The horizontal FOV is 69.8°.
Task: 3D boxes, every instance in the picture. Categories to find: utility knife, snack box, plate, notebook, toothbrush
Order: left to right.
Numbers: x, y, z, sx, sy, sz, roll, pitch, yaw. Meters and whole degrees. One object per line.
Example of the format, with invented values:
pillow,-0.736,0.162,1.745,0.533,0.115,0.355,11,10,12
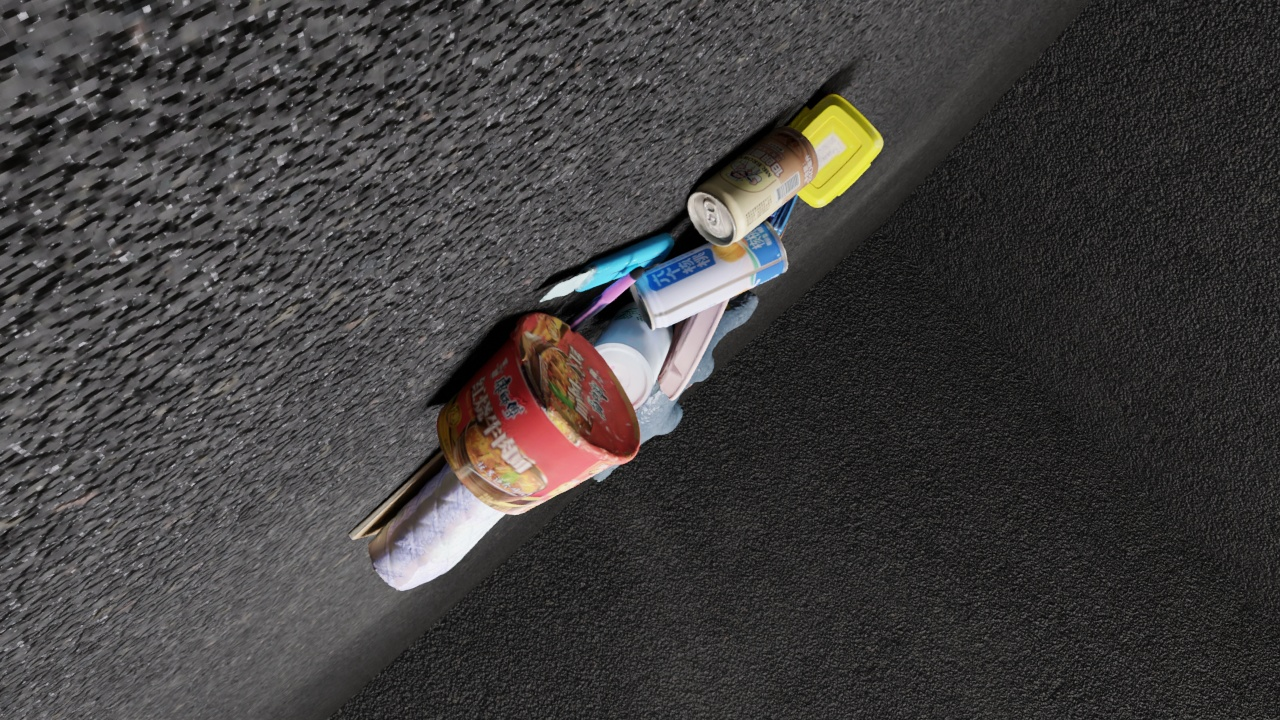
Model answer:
notebook,-0.190,0.102,0.925,0.207,0.008,0.148,-43,173,-2
toothbrush,-0.071,-0.019,0.771,0.189,0.014,0.017,-38,-176,11
utility knife,-0.024,-0.075,0.750,0.034,0.018,0.198,-47,171,32
plate,0.069,-0.067,0.964,0.229,0.028,0.229,-161,-84,-88
snack box,0.176,-0.205,0.878,0.091,0.082,0.080,-45,-174,22

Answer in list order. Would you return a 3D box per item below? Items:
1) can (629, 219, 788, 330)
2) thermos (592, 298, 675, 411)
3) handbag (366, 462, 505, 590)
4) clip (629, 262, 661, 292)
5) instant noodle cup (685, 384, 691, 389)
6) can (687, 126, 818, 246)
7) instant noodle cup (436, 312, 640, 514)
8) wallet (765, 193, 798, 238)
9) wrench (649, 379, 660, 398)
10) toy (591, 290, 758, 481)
can,0.060,-0.076,0.821,0.134,0.053,0.053,-25,171,-7
thermos,-0.006,-0.016,0.879,0.073,0.073,0.223,-45,-175,17
handbag,-0.163,0.131,0.896,0.194,0.075,0.134,-45,172,14
clip,0.010,-0.087,0.881,0.057,0.031,0.025,-33,169,-14
instant noodle cup,0.001,0.054,1.424,0.189,0.079,0.164,-45,173,3
can,0.100,-0.153,0.804,0.116,0.058,0.059,-40,173,-24
instant noodle cup,-0.083,0.048,0.721,0.109,0.138,0.137,-37,176,20
wallet,0.148,-0.163,1.032,0.106,0.040,0.133,-64,180,-20
wrench,-0.006,0.006,1.000,0.056,0.016,0.273,-23,-168,6
toy,0.026,0.031,1.286,0.357,0.091,0.137,-51,147,9
